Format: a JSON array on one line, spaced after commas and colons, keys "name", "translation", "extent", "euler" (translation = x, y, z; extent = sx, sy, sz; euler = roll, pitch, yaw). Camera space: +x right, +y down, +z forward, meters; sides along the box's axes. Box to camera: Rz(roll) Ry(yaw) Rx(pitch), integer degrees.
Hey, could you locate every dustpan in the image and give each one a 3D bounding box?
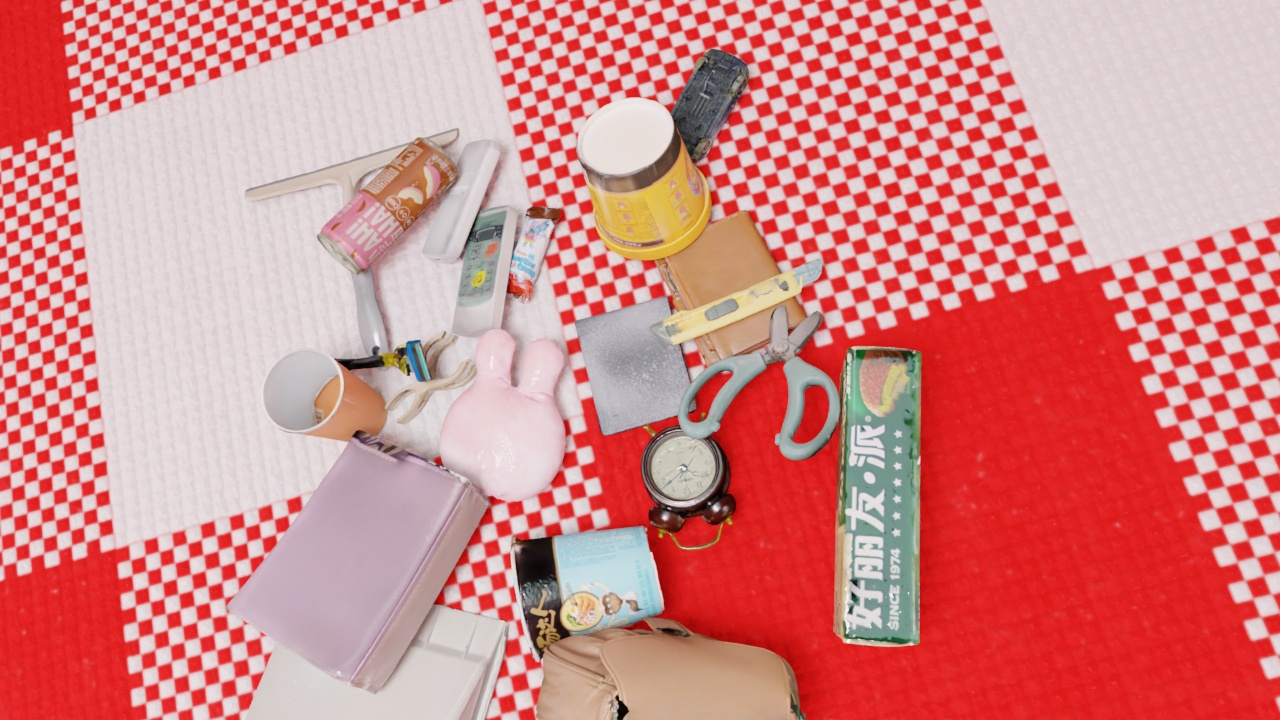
[{"name": "dustpan", "translation": [-0.259, 0.363, 0.846], "extent": [0.223, 0.143, 0.257], "euler": [11, 49, 11]}]

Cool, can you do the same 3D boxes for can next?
[{"name": "can", "translation": [-0.251, -0.155, 0.916], "extent": [0.058, 0.058, 0.147], "euler": [37, 74, 15]}]

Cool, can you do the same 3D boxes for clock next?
[{"name": "clock", "translation": [0.043, 0.112, 0.837], "extent": [0.082, 0.055, 0.121], "euler": [-11, 72, 5]}]

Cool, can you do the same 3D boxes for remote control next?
[{"name": "remote control", "translation": [-0.156, -0.089, 0.920], "extent": [0.056, 0.019, 0.135], "euler": [-5, 70, 35]}, {"name": "remote control", "translation": [-0.183, -0.164, 0.946], "extent": [0.056, 0.020, 0.135], "euler": [7, 74, 48]}]

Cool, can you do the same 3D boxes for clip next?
[{"name": "clip", "translation": [-0.198, 0.025, 0.906], "extent": [0.089, 0.035, 0.104], "euler": [25, 86, 14]}]

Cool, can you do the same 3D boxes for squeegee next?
[{"name": "squeegee", "translation": [-0.291, -0.108, 0.950], "extent": [0.246, 0.039, 0.246], "euler": [-14, 75, 5]}]

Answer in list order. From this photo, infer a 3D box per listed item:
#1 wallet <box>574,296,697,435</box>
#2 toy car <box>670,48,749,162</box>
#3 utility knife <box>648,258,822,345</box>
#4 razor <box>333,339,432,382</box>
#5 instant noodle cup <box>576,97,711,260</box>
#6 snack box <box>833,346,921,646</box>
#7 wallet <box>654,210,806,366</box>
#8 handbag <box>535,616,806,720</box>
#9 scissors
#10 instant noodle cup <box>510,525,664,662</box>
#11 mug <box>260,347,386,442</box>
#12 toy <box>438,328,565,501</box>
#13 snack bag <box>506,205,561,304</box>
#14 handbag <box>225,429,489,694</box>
[{"name": "wallet", "translation": [-0.005, 0.005, 0.891], "extent": [0.097, 0.019, 0.120], "euler": [-16, 76, 7]}, {"name": "toy car", "translation": [0.065, -0.257, 0.935], "extent": [0.054, 0.036, 0.120], "euler": [31, 93, 13]}, {"name": "utility knife", "translation": [0.093, -0.054, 0.863], "extent": [0.175, 0.019, 0.031], "euler": [-22, 80, -5]}, {"name": "razor", "translation": [-0.263, 0.003, 0.910], "extent": [0.143, 0.022, 0.043], "euler": [-5, 108, 29]}, {"name": "instant noodle cup", "translation": [-0.001, -0.175, 0.870], "extent": [0.118, 0.114, 0.118], "euler": [-7, 60, 13]}, {"name": "snack box", "translation": [0.200, 0.117, 0.782], "extent": [0.063, 0.114, 0.239], "euler": [2, 76, 10]}, {"name": "wallet", "translation": [0.085, -0.069, 0.888], "extent": [0.108, 0.031, 0.131], "euler": [-26, 73, 0]}, {"name": "handbag", "translation": [0.025, 0.263, 0.735], "extent": [0.204, 0.148, 0.099], "euler": [12, 78, -23]}, {"name": "scissors", "translation": [0.125, 0.024, 0.805], "extent": [0.174, 0.019, 0.177], "euler": [-42, 48, -14]}, {"name": "instant noodle cup", "translation": [-0.044, 0.196, 0.809], "extent": [0.120, 0.111, 0.111], "euler": [-13, 75, -2]}, {"name": "mug", "translation": [-0.292, 0.041, 0.870], "extent": [0.078, 0.123, 0.078], "euler": [-2, 75, 7]}, {"name": "toy", "translation": [-0.126, 0.052, 0.876], "extent": [0.121, 0.054, 0.159], "euler": [13, 84, 4]}, {"name": "snack bag", "translation": [-0.113, -0.108, 0.928], "extent": [0.045, 0.026, 0.105], "euler": [13, 78, 36]}, {"name": "handbag", "translation": [-0.250, 0.177, 0.829], "extent": [0.145, 0.098, 0.196], "euler": [24, 69, 15]}]
